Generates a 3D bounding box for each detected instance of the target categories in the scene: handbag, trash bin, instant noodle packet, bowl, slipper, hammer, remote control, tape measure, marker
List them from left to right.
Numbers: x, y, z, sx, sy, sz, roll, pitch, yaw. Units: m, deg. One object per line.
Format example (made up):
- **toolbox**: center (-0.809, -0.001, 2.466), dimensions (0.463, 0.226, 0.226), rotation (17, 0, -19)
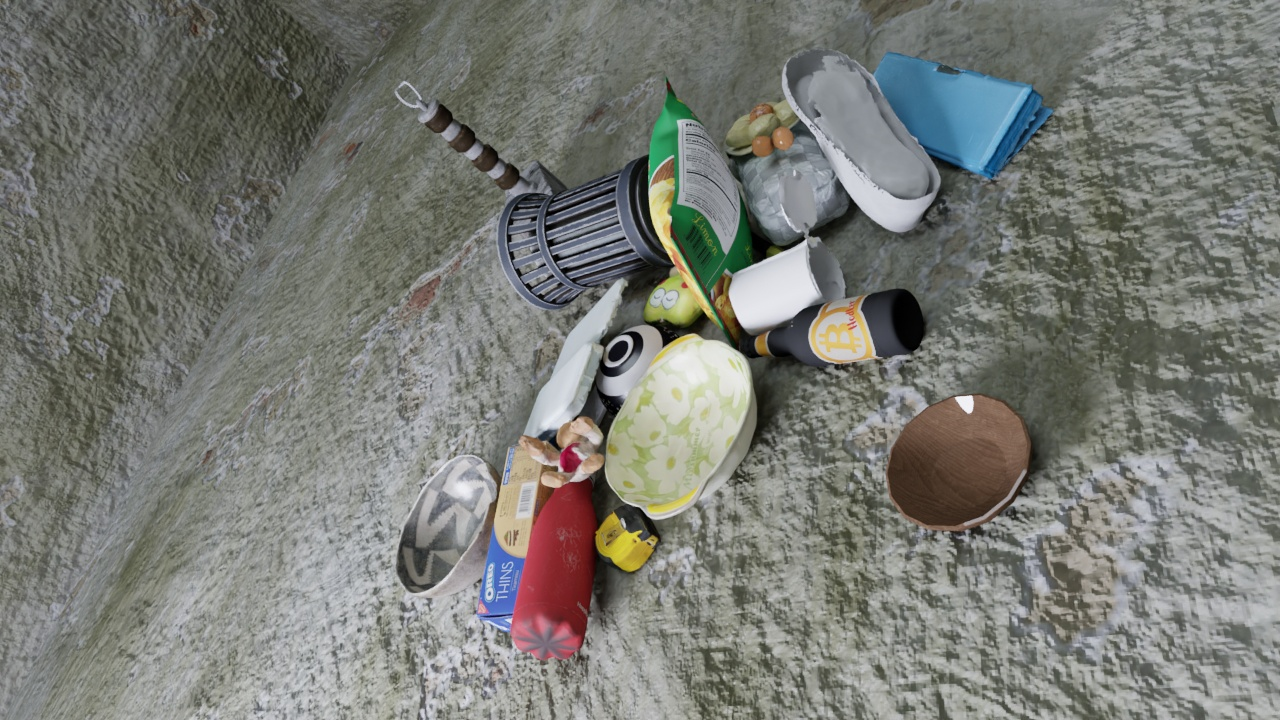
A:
- **bowl**: center (-0.210, 0.207, 1.099), dimensions (0.179, 0.081, 0.178), rotation (-32, 39, 29)
- **hammer**: center (-0.223, -0.294, 1.358), dimensions (0.079, 0.326, 0.176), rotation (-44, 34, 12)
- **remote control**: center (-0.067, 0.085, 1.104), dimensions (0.033, 0.012, 0.130), rotation (10, 67, 45)
- **trash bin**: center (-0.049, -0.169, 1.193), dimensions (0.228, 0.164, 0.163), rotation (-12, 50, 40)
- **tape measure**: center (-0.016, 0.181, 0.933), dimensions (0.064, 0.037, 0.065), rotation (-45, 34, 10)
- **bowl**: center (-0.006, 0.006, 1.047), dimensions (0.120, 0.066, 0.120), rotation (-26, 43, 27)
- **bowl**: center (0.052, 0.074, 0.931), dimensions (0.189, 0.060, 0.218), rotation (-30, 39, 31)
- **instant noodle packet**: center (0.067, -0.157, 0.998), dimensions (0.090, 0.195, 0.252), rotation (-15, 49, 18)
- **marker**: center (0.144, -0.127, 1.042), dimensions (0.017, 0.021, 0.124), rotation (-49, 32, 4)
- **handbag**: center (0.158, -0.217, 1.017), dimensions (0.113, 0.123, 0.171), rotation (-26, 40, 11)
- **slipper**: center (0.223, -0.233, 0.943), dimensions (0.075, 0.112, 0.246), rotation (107, 144, -53)
- **bowl**: center (0.250, 0.083, 0.711), dimensions (0.118, 0.030, 0.117), rotation (-31, 39, 29)

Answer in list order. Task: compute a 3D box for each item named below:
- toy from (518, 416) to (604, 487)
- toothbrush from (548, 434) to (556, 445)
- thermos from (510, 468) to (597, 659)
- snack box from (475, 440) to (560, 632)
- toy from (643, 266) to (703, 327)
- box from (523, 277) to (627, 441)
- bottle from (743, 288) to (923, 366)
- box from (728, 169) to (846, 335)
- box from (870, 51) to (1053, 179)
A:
- **toy**: center (-0.067, 0.089, 0.987), dimensions (0.085, 0.074, 0.105), rotation (-32, -3, 15)
- **toothbrush**: center (-0.116, 0.142, 1.115), dimensions (0.016, 0.014, 0.166), rotation (-25, 38, 31)
- **thermos**: center (-0.080, 0.193, 0.966), dimensions (0.073, 0.073, 0.239), rotation (-31, 31, 29)
- **snack box**: center (-0.130, 0.193, 1.020), dimensions (0.057, 0.056, 0.206), rotation (-11, 53, 25)
- **toy**: center (0.055, -0.086, 1.090), dimensions (0.092, 0.046, 0.115), rotation (8, 57, 52)
- **box**: center (-0.082, 0.008, 1.117), dimensions (0.209, 0.037, 0.188), rotation (-38, 32, 61)
- **bottle**: center (0.174, -0.024, 0.876), dimensions (0.182, 0.059, 0.059), rotation (-10, 52, 45)
- **box**: center (0.137, -0.107, 0.936), dimensions (0.106, 0.080, 0.150), rotation (-19, 87, 37)
- **box**: center (0.313, -0.255, 0.951), dimensions (0.093, 0.052, 0.231), rotation (-64, 31, 13)
